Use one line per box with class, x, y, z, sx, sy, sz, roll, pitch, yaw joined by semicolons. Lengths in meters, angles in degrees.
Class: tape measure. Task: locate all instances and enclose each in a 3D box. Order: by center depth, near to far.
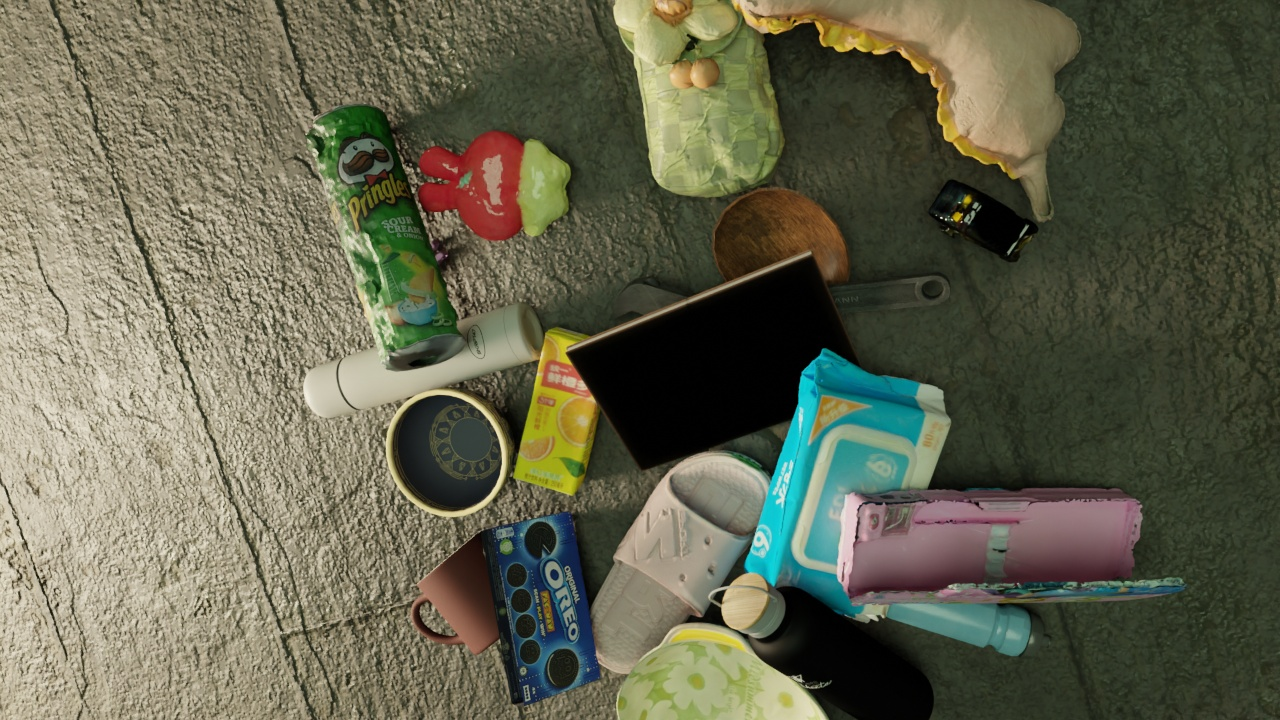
tape measure;0.247;-0.106;0.683;0.067;0.062;0.038;20;109;-28

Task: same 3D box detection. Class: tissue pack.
tissue pack;0.163;0.102;0.729;0.117;0.066;0.209;13;100;-7

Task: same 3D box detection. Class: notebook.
notebook;0.064;0.008;0.743;0.209;0.008;0.141;-21;122;16

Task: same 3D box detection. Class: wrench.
wrench;0.104;-0.045;0.735;0.274;0.018;0.073;-5;118;20

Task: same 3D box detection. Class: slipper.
slipper;0.022;0.179;0.786;0.094;0.064;0.240;34;107;6

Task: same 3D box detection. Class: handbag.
handbag;0.045;-0.218;0.688;0.113;0.116;0.186;-10;95;15

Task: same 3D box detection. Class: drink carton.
drink carton;-0.065;0.043;0.797;0.058;0.043;0.135;15;103;7

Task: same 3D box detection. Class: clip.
clip;-0.194;-0.084;0.823;0.036;0.013;0.053;37;103;4

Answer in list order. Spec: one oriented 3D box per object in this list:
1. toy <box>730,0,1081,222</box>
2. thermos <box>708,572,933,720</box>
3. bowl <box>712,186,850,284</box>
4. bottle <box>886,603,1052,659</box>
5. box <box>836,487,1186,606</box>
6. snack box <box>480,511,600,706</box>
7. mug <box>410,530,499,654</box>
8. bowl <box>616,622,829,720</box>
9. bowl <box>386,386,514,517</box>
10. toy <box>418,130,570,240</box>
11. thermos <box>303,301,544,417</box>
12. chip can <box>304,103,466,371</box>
toy;0.187;-0.211;0.644;0.264;0.065;0.196;7;84;-11
thermos;0.138;0.222;0.705;0.061;0.061;0.231;-42;121;16
bowl;0.113;-0.088;0.732;0.102;0.026;0.114;-28;108;30
bottle;0.265;0.208;0.743;0.130;0.040;0.040;15;102;11
box;0.269;0.147;0.667;0.230;0.096;0.085;1;101;-8
snack box;-0.085;0.212;0.795;0.027;0.082;0.150;-18;82;52
mug;-0.158;0.219;0.830;0.106;0.073;0.082;-41;88;11
bowl;0.077;0.304;0.784;0.189;0.060;0.219;-3;109;22
bowl;-0.160;0.076;0.815;0.112;0.061;0.112;2;99;13
toy;-0.125;-0.148;0.778;0.135;0.045;0.092;3;103;9
thermos;-0.197;0.003;0.817;0.224;0.052;0.052;-16;95;16
chip can;-0.214;-0.100;0.767;0.075;0.075;0.223;-25;77;16
